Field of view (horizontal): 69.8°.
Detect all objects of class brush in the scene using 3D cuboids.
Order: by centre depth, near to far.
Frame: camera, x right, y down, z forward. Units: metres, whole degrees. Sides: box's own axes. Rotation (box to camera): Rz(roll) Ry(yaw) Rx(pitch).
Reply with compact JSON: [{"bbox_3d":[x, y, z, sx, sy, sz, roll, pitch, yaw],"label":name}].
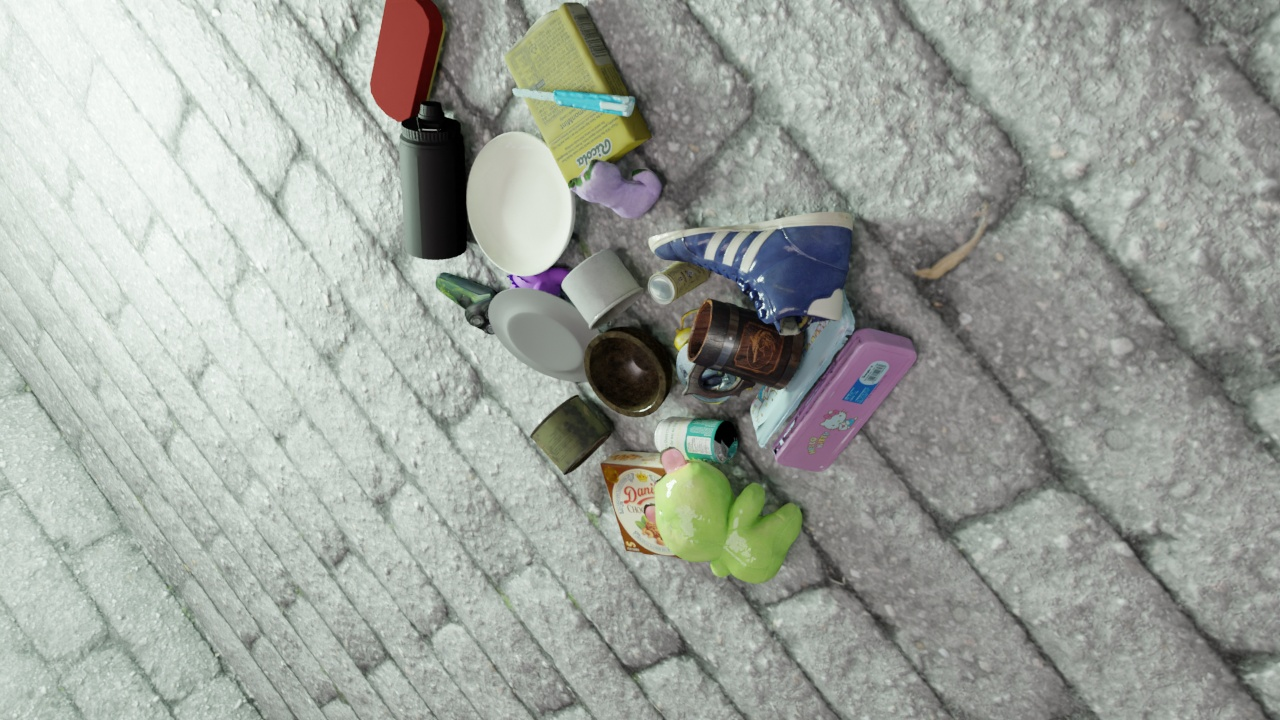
[{"bbox_3d":[-0.303,-0.401,1.209,0.082,0.041,0.174,40,131,15],"label":"brush"}]

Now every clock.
[{"bbox_3d":[0.084,-0.006,1.103,0.084,0.057,0.119,-21,99,43],"label":"clock"}]

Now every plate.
[{"bbox_3d":[-0.148,-0.201,1.183,0.183,0.034,0.182,10,107,34],"label":"plate"},{"bbox_3d":[-0.127,-0.028,1.238,0.178,0.012,0.179,17,143,13],"label":"plate"}]

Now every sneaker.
[{"bbox_3d":[0.118,-0.083,0.992,0.233,0.091,0.118,-3,87,30],"label":"sneaker"}]

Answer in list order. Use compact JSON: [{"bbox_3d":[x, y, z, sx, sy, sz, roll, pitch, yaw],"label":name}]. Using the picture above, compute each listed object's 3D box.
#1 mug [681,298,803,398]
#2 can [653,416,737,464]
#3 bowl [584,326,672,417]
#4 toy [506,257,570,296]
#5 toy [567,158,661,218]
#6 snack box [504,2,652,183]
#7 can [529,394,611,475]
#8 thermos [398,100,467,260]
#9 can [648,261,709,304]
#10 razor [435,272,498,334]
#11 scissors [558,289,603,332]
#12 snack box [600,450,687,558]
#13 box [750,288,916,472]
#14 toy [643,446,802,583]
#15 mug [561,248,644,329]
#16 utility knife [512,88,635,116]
[{"bbox_3d":[0.110,-0.003,1.027,0.107,0.080,0.116,16,102,-12],"label":"mug"},{"bbox_3d":[0.070,0.101,1.172,0.102,0.054,0.055,2,114,37],"label":"can"},{"bbox_3d":[-0.007,0.007,1.181,0.121,0.056,0.121,16,123,26],"label":"bowl"},{"bbox_3d":[-0.140,-0.103,1.227,0.088,0.055,0.106,36,107,35],"label":"toy"},{"bbox_3d":[-0.026,-0.205,1.074,0.099,0.036,0.080,23,139,-30],"label":"toy"},{"bbox_3d":[-0.076,-0.312,1.077,0.122,0.045,0.181,-25,94,40],"label":"snack box"},{"bbox_3d":[-0.096,0.104,1.281,0.074,0.089,0.090,47,133,7],"label":"can"},{"bbox_3d":[-0.281,-0.245,1.244,0.086,0.085,0.199,23,125,27],"label":"thermos"},{"bbox_3d":[0.046,-0.096,1.070,0.038,0.079,0.038,18,123,30],"label":"can"},{"bbox_3d":[-0.250,-0.087,1.320,0.151,0.067,0.054,30,127,33],"label":"razor"},{"bbox_3d":[-0.079,-0.028,1.253,0.140,0.013,0.118,40,131,13],"label":"scissors"},{"bbox_3d":[0.027,0.199,1.267,0.143,0.041,0.147,-2,112,39],"label":"snack box"},{"bbox_3d":[0.211,0.024,1.040,0.090,0.091,0.215,12,132,-18],"label":"box"},{"bbox_3d":[0.098,0.207,1.150,0.197,0.107,0.150,18,125,-2],"label":"toy"},{"bbox_3d":[-0.050,-0.086,1.159,0.070,0.084,0.113,54,165,5],"label":"mug"},{"bbox_3d":[-0.080,-0.299,1.042,0.167,0.015,0.022,17,119,26],"label":"utility knife"}]
